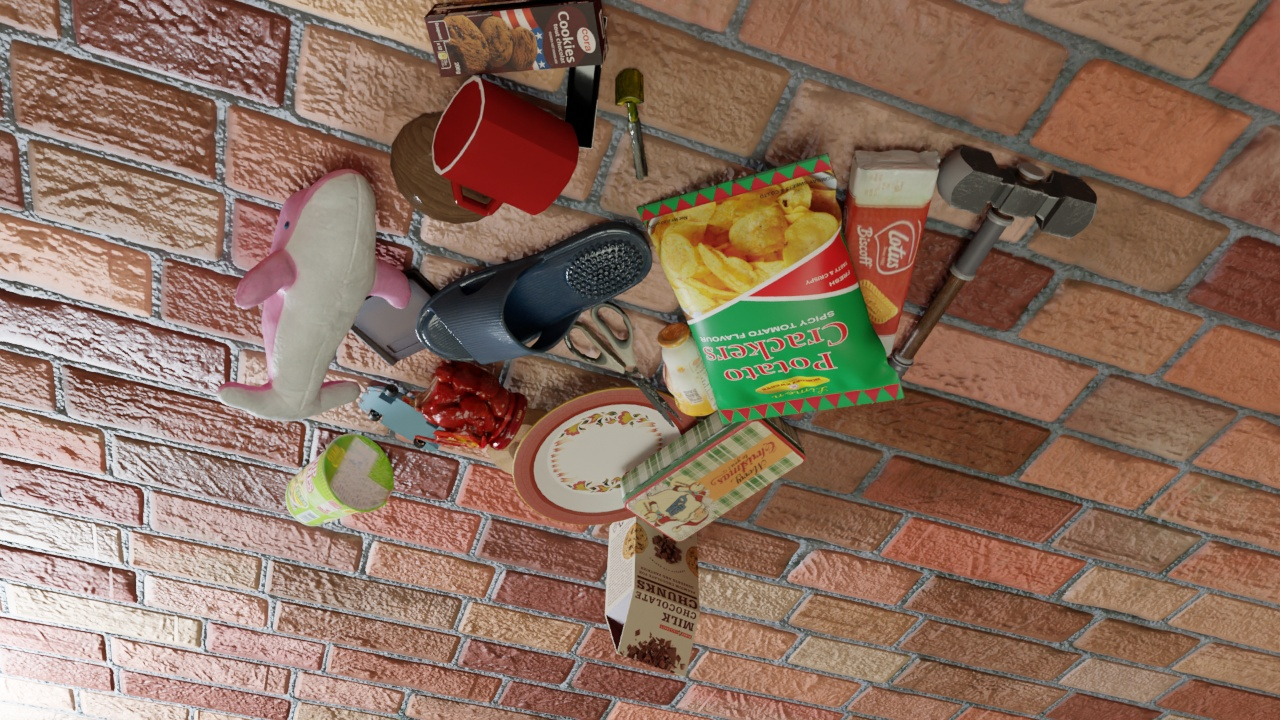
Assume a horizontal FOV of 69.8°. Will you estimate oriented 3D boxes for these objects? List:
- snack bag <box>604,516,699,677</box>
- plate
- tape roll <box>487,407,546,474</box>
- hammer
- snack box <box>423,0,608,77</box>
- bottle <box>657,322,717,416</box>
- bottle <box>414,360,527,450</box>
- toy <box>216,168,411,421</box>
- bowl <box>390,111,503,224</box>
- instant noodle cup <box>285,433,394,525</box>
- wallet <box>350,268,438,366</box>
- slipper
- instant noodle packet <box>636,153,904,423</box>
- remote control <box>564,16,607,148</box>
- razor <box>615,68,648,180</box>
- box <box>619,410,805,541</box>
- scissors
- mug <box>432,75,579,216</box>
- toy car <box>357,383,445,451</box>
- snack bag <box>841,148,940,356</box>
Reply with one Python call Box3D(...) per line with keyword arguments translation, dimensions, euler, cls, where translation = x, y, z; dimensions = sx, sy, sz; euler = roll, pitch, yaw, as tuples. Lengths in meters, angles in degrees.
Box3D(translation=(0.015, 0.288, 1.149), dimensions=(0.094, 0.205, 0.070), euler=(25, 128, -20), cls="snack bag")
Box3D(translation=(-0.039, 0.113, 1.095), dimensions=(0.229, 0.021, 0.230), euler=(-8, 131, -10), cls="plate")
Box3D(translation=(-0.135, 0.100, 1.105), dimensions=(0.094, 0.027, 0.094), euler=(1, 132, 1), cls="tape roll")
Box3D(translation=(0.311, -0.063, 0.942), dimensions=(0.156, 0.043, 0.323), euler=(13, 133, -10), cls="hammer")
Box3D(translation=(-0.101, -0.270, 0.759), dimensions=(0.141, 0.031, 0.051), euler=(-1, 130, 11), cls="snack box")
Box3D(translation=(0.054, 0.009, 0.994), dimensions=(0.063, 0.063, 0.108), euler=(-16, 128, 15), cls="bottle")
Box3D(translation=(-0.191, 0.054, 1.015), dimensions=(0.111, 0.098, 0.099), euler=(30, 126, -23), cls="bottle")
Box3D(translation=(-0.326, -0.069, 0.897), dimensions=(0.186, 0.128, 0.266), euler=(-1, 118, -50), cls="toy")
Box3D(translation=(-0.178, -0.173, 0.860), dimensions=(0.118, 0.030, 0.118), euler=(1, 132, 1), cls="bowl")
Box3D(translation=(-0.375, 0.153, 1.121), dimensions=(0.108, 0.098, 0.099), euler=(-26, 126, 32), cls="instant noodle cup")
Box3D(translation=(-0.259, -0.044, 0.988), dimensions=(0.116, 0.018, 0.091), euler=(-24, 127, 24), cls="wallet")
Box3D(translation=(-0.107, -0.050, 0.926), dimensions=(0.264, 0.082, 0.101), euler=(-23, 129, 15), cls="slipper")
Box3D(translation=(0.126, -0.056, 0.892), dimensions=(0.196, 0.090, 0.253), euler=(-11, 114, 30), cls="instant noodle packet")
Box3D(translation=(-0.050, -0.242, 0.807), dimensions=(0.028, 0.011, 0.124), euler=(7, 132, -4), cls="remote control")
Box3D(translation=(-0.004, -0.206, 0.828), dimensions=(0.026, 0.042, 0.106), euler=(-6, 141, 4), cls="razor")
Box3D(translation=(0.083, 0.130, 1.089), dimensions=(0.206, 0.050, 0.117), euler=(-36, 131, 19), cls="box")
Box3D(translation=(-0.020, 0.012, 1.004), dimensions=(0.133, 0.012, 0.170), euler=(-4, 118, 18), cls="scissors")
Box3D(translation=(-0.127, -0.175, 0.804), dimensions=(0.096, 0.080, 0.117), euler=(19, 131, -37), cls="mug")
Box3D(translation=(-0.273, 0.061, 1.074), dimensions=(0.107, 0.027, 0.060), euler=(33, 125, -13), cls="toy car")
Box3D(translation=(0.229, -0.098, 0.897), dimensions=(0.077, 0.041, 0.226), euler=(1, 132, -1), cls="snack bag")
